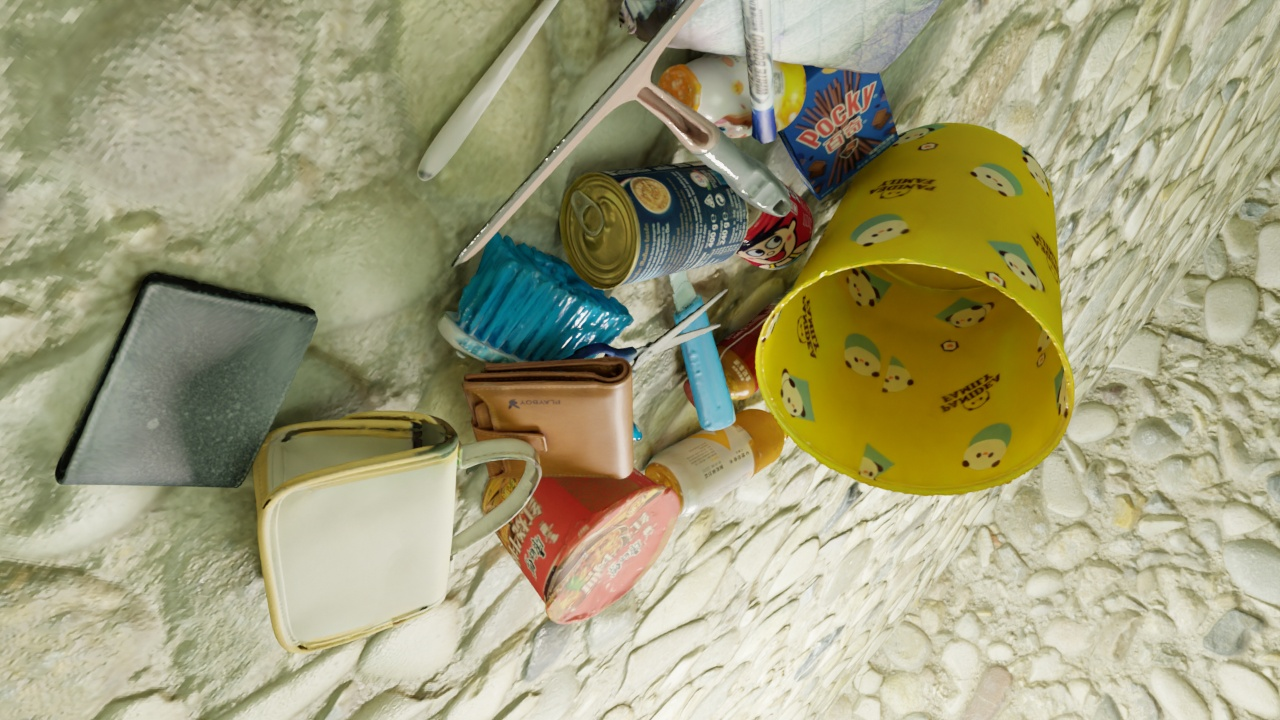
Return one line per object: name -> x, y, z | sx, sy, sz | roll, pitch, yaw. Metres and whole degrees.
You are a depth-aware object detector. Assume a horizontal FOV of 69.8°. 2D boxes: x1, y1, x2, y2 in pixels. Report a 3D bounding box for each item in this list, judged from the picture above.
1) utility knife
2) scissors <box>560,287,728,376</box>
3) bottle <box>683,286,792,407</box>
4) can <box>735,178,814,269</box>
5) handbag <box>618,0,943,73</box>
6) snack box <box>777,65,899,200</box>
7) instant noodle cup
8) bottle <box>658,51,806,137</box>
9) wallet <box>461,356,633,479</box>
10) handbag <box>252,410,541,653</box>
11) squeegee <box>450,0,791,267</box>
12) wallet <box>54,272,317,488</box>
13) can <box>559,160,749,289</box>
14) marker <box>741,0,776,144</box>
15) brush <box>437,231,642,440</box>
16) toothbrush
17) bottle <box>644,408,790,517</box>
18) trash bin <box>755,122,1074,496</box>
utility knife -> 0.043, -0.030, 0.749 | 0.034, 0.018, 0.238 | -28, 130, -13
scissors -> -0.007, -0.001, 0.662 | 0.162, 0.012, 0.164 | -48, 155, 13
bottle -> 0.116, -0.014, 0.865 | 0.174, 0.057, 0.057 | -37, 146, -20
can -> 0.089, -0.113, 0.715 | 0.066, 0.066, 0.093 | -57, 149, 10
handbag -> 0.096, -0.236, 0.534 | 0.193, 0.075, 0.135 | -5, 148, -32
snack box -> 0.152, -0.193, 0.727 | 0.084, 0.026, 0.157 | -38, 153, 9
instant noodle cup -> -0.052, 0.125, 0.742 | 0.137, 0.108, 0.138 | -33, 144, -27
bottle -> 0.060, -0.180, 0.609 | 0.108, 0.063, 0.063 | -19, 137, -42
wallet -> -0.064, 0.042, 0.618 | 0.119, 0.035, 0.131 | -4, 147, -2
handbag -> -0.154, 0.101, 0.596 | 0.178, 0.063, 0.164 | -10, 134, -25
squeegee -> 0.036, -0.128, 0.536 | 0.248, 0.040, 0.249 | -45, 155, 16
wallet -> -0.234, 0.016, 0.481 | 0.097, 0.019, 0.121 | 13, 111, -56
can -> 0.012, -0.094, 0.622 | 0.110, 0.075, 0.075 | -17, 136, -41
marker -> 0.069, -0.174, 0.529 | 0.017, 0.017, 0.146 | -45, 158, -9
brush -> -0.043, -0.001, 0.683 | 0.109, 0.060, 0.314 | -50, 152, 10
toothbrush -> -0.065, -0.170, 0.502 | 0.180, 0.016, 0.016 | -52, 147, 3
bottle -> 0.088, 0.095, 0.934 | 0.189, 0.068, 0.068 | -23, 140, -38
trash bin -> 0.240, -0.058, 0.767 | 0.230, 0.230, 0.254 | 94, 18, -44
